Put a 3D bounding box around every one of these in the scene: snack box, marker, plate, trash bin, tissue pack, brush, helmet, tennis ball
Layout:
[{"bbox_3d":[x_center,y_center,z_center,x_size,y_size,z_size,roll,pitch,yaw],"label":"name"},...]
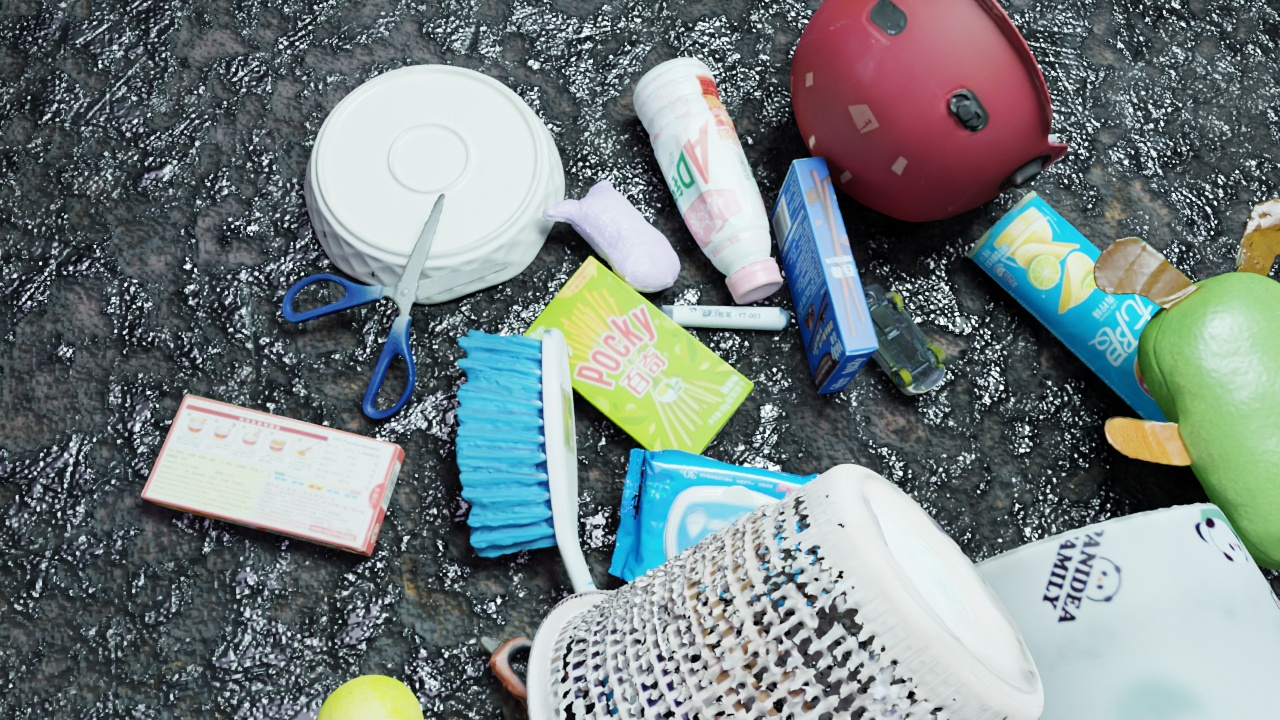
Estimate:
[{"bbox_3d":[-0.251,0.079,0.634,0.156,0.027,0.077,13,69,1],"label":"snack box"},{"bbox_3d":[0.050,-0.032,0.704,0.130,0.018,0.022,2,79,-3],"label":"marker"},{"bbox_3d":[0.134,-0.062,0.685,0.026,0.085,0.157,-8,70,-7],"label":"snack box"},{"bbox_3d":[-0.004,0.004,0.671,0.156,0.026,0.085,39,86,10],"label":"snack box"},{"bbox_3d":[-0.162,-0.147,0.718,0.205,0.046,0.204,2,70,-4],"label":"plate"},{"bbox_3d":[0.290,0.231,0.520,0.229,0.230,0.251,-11,64,-8],"label":"trash bin"},{"bbox_3d":[0.062,0.115,0.616,0.157,0.052,0.095,9,90,-1],"label":"tissue pack"},{"bbox_3d":[-0.061,0.123,0.610,0.109,0.060,0.314,-7,74,7],"label":"brush"},{"bbox_3d":[0.085,0.168,0.483,0.192,0.227,0.227,-44,75,19],"label":"trash bin"},{"bbox_3d":[0.191,-0.187,0.674,0.144,0.239,0.207,-41,87,16],"label":"helmet"},{"bbox_3d":[-0.166,0.227,0.563,0.065,0.066,0.065,1,69,-4],"label":"tennis ball"}]

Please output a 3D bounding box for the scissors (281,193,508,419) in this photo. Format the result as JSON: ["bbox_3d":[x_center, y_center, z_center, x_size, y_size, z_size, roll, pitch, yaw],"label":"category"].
[{"bbox_3d":[-0.179,-0.039,0.662,0.176,0.012,0.162,0,89,7],"label":"scissors"}]

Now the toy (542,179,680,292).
[{"bbox_3d":[-0.015,-0.094,0.707,0.108,0.039,0.083,47,45,9],"label":"toy"}]

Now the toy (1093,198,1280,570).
[{"bbox_3d":[0.396,0.023,0.596,0.226,0.090,0.246,-11,79,-11],"label":"toy"}]

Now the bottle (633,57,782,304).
[{"bbox_3d":[0.056,-0.139,0.722,0.068,0.068,0.197,-18,76,-11],"label":"bottle"}]

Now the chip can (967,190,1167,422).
[{"bbox_3d":[0.351,-0.033,0.697,0.071,0.071,0.210,-38,76,-17],"label":"chip can"}]

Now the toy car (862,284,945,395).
[{"bbox_3d":[0.192,-0.014,0.697,0.042,0.035,0.090,-32,75,-14],"label":"toy car"}]

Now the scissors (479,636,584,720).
[{"bbox_3d":[-0.045,0.270,0.566,0.225,0.015,0.188,13,52,-16],"label":"scissors"}]
